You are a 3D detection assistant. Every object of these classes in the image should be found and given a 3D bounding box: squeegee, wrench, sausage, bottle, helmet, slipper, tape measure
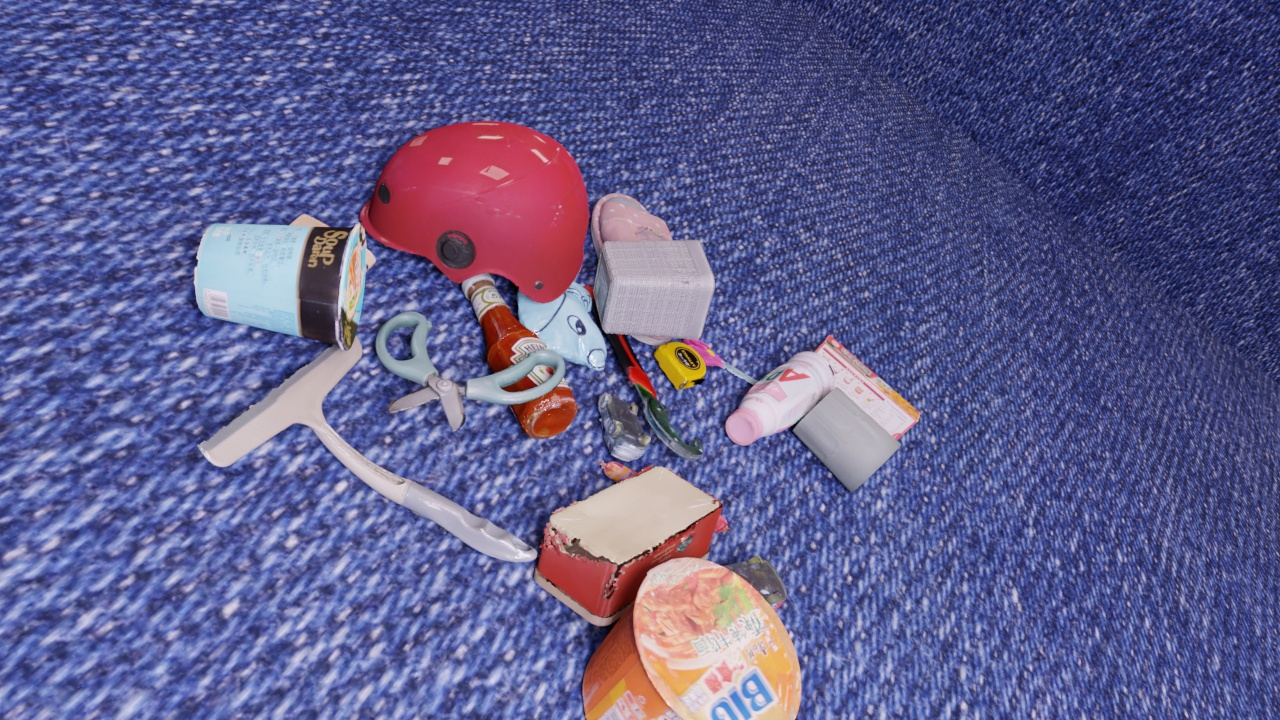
[{"bbox_3d":[-0.192,0.099,0.746,0.246,0.039,0.246,36,20,-7],"label":"squeegee"},{"bbox_3d":[-0.006,0.006,1.017,0.056,0.016,0.273,15,33,-45],"label":"wrench"},{"bbox_3d":[0.025,0.137,0.917,0.156,0.020,0.020,28,36,-14],"label":"sausage"},{"bbox_3d":[0.168,0.048,1.108,0.068,0.068,0.196,47,38,12],"label":"bottle"},{"bbox_3d":[-0.162,-0.180,0.966,0.240,0.144,0.206,15,31,-13],"label":"helmet"},{"bbox_3d":[-0.128,-0.013,0.915,0.059,0.060,0.206,2,42,-41],"label":"bottle"},{"bbox_3d":[0.000,-0.131,1.166,0.114,0.055,0.273,18,41,-27],"label":"slipper"},{"bbox_3d":[0.047,0.007,1.075,0.057,0.029,0.060,-11,58,-47],"label":"tape measure"}]

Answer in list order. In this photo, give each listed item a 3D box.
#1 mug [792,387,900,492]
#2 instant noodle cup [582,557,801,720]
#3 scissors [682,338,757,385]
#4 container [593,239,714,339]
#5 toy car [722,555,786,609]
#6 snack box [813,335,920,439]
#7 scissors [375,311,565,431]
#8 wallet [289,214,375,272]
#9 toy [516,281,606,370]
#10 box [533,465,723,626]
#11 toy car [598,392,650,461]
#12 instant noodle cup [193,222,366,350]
[{"bbox_3d":[0.253,0.096,1.130,0.103,0.084,0.124,45,8,12],"label":"mug"},{"bbox_3d":[0.032,0.247,0.716,0.151,0.112,0.151,24,37,-20],"label":"instant noodle cup"},{"bbox_3d":[0.106,0.005,1.146,0.135,0.017,0.063,27,24,-24],"label":"scissors"},{"bbox_3d":[0.011,-0.081,1.035,0.114,0.090,0.090,0,42,-15],"label":"container"},{"bbox_3d":[0.082,0.217,0.854,0.120,0.045,0.053,-1,52,-36],"label":"toy car"},{"bbox_3d":[0.279,0.046,1.198,0.156,0.077,0.026,42,35,4],"label":"snack box"},{"bbox_3d":[-0.162,0.000,0.835,0.173,0.019,0.170,-17,46,-30],"label":"scissors"},{"bbox_3d":[-0.313,-0.091,0.868,0.087,0.024,0.114,37,36,-11],"label":"wallet"},{"bbox_3d":[-0.092,-0.052,0.999,0.161,0.050,0.155,39,30,4],"label":"toy"},{"bbox_3d":[-0.007,0.148,0.800,0.091,0.080,0.168,28,27,29],"label":"box"},{"bbox_3d":[-0.020,0.068,0.941,0.043,0.034,0.090,21,24,-27],"label":"toy car"},{"bbox_3d":[-0.301,-0.070,0.772,0.120,0.111,0.111,7,42,-8],"label":"instant noodle cup"}]
